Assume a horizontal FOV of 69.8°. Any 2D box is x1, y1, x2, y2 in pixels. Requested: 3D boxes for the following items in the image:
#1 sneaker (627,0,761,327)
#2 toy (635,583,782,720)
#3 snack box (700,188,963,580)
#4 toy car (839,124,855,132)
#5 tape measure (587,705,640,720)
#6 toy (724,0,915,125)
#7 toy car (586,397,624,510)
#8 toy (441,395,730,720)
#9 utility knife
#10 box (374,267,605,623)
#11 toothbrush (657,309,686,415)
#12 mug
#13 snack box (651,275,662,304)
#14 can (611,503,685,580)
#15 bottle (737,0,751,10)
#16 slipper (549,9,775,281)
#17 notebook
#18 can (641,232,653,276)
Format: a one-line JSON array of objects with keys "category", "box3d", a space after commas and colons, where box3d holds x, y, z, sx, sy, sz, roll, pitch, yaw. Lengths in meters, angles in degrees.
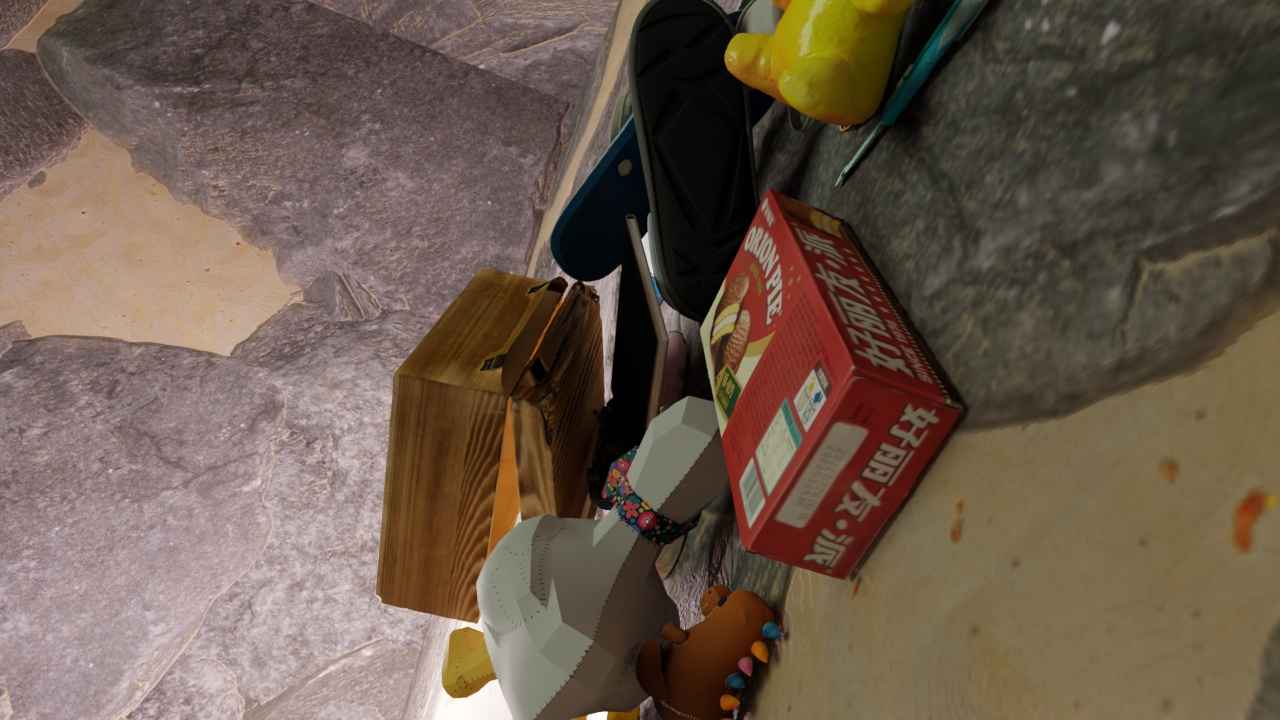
[{"category": "sneaker", "box3d": [0.041, -0.156, 0.758, 0.160, 0.093, 0.256, -149, 50, -87]}, {"category": "toy", "box3d": [0.051, 0.180, 0.509, 0.090, 0.070, 0.103, -55, 39, 13]}, {"category": "snack box", "box3d": [0.091, -0.001, 0.521, 0.236, 0.060, 0.113, -95, 26, -60]}, {"category": "toy car", "box3d": [0.144, -0.215, 0.628, 0.047, 0.047, 0.111, 145, 141, -75]}, {"category": "tape measure", "box3d": [-0.020, 0.269, 0.683, 0.068, 0.030, 0.059, -102, 32, -62]}, {"category": "toy", "box3d": [0.143, -0.231, 0.547, 0.194, 0.087, 0.134, -62, 28, 9]}, {"category": "toy car", "box3d": [-0.018, 0.088, 0.874, 0.043, 0.056, 0.120, 55, -144, -49]}, {"category": "toy", "box3d": [-0.024, 0.143, 0.606, 0.268, 0.141, 0.246, -54, 2, 18]}, {"category": "utility knife", "box3d": [0.161, -0.162, 0.562, 0.169, 0.015, 0.022, 121, 169, -52]}, {"category": "box", "box3d": [-0.117, 0.063, 0.866, 0.278, 0.176, 0.248, -74, -6, -66]}, {"category": "toothbrush", "box3d": [0.030, 0.003, 0.855, 0.027, 0.027, 0.222, 58, -150, -45]}, {"category": "mug", "box3d": [0.124, -0.232, 0.689, 0.070, 0.084, 0.113, -175, 74, -75]}, {"category": "snack box", "box3d": [0.015, -0.098, 1.058, 0.082, 0.027, 0.151, -87, 18, -44]}, {"category": "can", "box3d": [0.004, 0.133, 0.742, 0.086, 0.043, 0.086, -163, 91, -77]}, {"category": "bottle", "box3d": [0.122, -0.339, 0.880, 0.055, 0.055, 0.174, -163, 92, -77]}, {"category": "slipper", "box3d": [0.017, -0.198, 0.812, 0.294, 0.118, 0.060, -50, 51, -3]}, {"category": "notebook", "box3d": [-0.005, 0.005, 0.771, 0.210, 0.008, 0.141, 97, 165, -47]}, {"category": "can", "box3d": [0.039, -0.126, 0.909, 0.128, 0.064, 0.064, 135, 151, -63]}]
